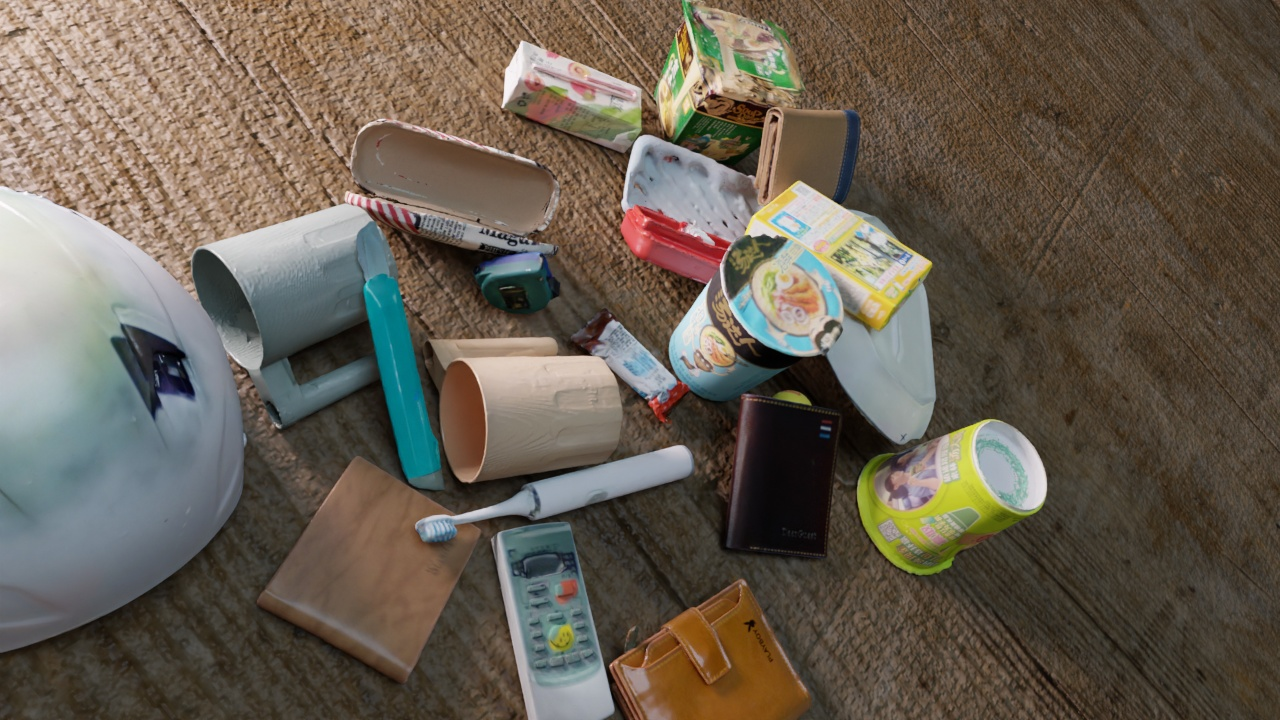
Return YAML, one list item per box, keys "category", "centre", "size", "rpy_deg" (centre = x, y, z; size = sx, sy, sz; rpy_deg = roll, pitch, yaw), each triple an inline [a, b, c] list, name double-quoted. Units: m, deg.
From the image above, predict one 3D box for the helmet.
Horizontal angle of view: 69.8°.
- category: "helmet"
  centre: [-0.330, 0.008, 0.467]
  size: [0.228, 0.146, 0.258]
  rpy_deg: [-33, 83, -39]

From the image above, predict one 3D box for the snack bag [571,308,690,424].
- category: "snack bag"
  centre: [-0.004, 0.004, 0.732]
  size: [0.105, 0.026, 0.045]
  rpy_deg: [44, 60, -1]

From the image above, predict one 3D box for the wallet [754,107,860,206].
- category: "wallet"
  centre: [0.154, -0.186, 0.845]
  size: [0.115, 0.090, 0.033]
  rpy_deg: [-12, 27, -41]

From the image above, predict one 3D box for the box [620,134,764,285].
- category: "box"
  centre: [0.078, -0.112, 0.825]
  size: [0.201, 0.070, 0.157]
  rpy_deg: [18, 48, -22]

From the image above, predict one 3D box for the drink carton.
- category: "drink carton"
  centre: [-0.058, -0.236, 0.823]
  size: [0.122, 0.046, 0.053]
  rpy_deg: [15, 56, -23]

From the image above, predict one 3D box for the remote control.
- category: "remote control"
  centre: [-0.059, 0.176, 0.609]
  size: [0.056, 0.019, 0.135]
  rpy_deg: [-2, 65, -31]

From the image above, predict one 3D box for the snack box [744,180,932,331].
- category: "snack box"
  centre: [0.166, -0.091, 0.774]
  size: [0.140, 0.034, 0.086]
  rpy_deg: [34, 45, 16]

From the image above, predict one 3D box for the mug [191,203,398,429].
- category: "mug"
  centre: [-0.217, -0.032, 0.606]
  size: [0.103, 0.084, 0.124]
  rpy_deg: [-31, 109, -39]

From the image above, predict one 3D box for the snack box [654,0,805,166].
- category: "snack box"
  centre: [0.073, -0.255, 0.872]
  size: [0.118, 0.106, 0.117]
  rpy_deg: [6, 59, -28]

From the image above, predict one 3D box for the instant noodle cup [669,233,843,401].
- category: "instant noodle cup"
  centre: [0.084, -0.024, 0.738]
  size: [0.111, 0.121, 0.111]
  rpy_deg: [14, 57, -22]

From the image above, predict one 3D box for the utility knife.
- category: "utility knife"
  centre: [-0.159, 0.001, 0.603]
  size: [0.029, 0.013, 0.185]
  rpy_deg: [-17, 103, -34]

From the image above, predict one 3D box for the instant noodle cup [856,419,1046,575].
- category: "instant noodle cup"
  centre: [0.263, 0.109, 0.764]
  size: [0.111, 0.124, 0.111]
  rpy_deg: [14, 58, -23]

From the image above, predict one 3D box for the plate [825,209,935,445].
- category: "plate"
  centre: [0.220, -0.044, 0.834]
  size: [0.162, 0.034, 0.264]
  rpy_deg: [43, 37, -23]

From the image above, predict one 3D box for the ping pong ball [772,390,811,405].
- category: "ping pong ball"
  centre: [0.125, 0.045, 0.774]
  size: [0.040, 0.040, 0.040]
  rpy_deg: [14, 58, -23]

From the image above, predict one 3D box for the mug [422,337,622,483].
- category: "mug"
  centre: [-0.085, 0.026, 0.649]
  size: [0.103, 0.084, 0.124]
  rpy_deg: [-3, 39, -33]

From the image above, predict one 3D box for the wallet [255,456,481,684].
- category: "wallet"
  centre: [-0.165, 0.128, 0.577]
  size: [0.101, 0.020, 0.115]
  rpy_deg: [33, 50, -12]

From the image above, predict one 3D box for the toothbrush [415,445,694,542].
- category: "toothbrush"
  centre: [-0.054, 0.093, 0.648]
  size: [0.220, 0.027, 0.026]
  rpy_deg: [-10, 39, -36]

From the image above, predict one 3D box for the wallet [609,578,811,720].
- category: "wallet"
  centre: [0.046, 0.222, 0.639]
  size: [0.130, 0.035, 0.119]
  rpy_deg: [-22, 82, -37]

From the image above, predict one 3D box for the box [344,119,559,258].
- category: "box"
  centre: [-0.136, -0.122, 0.694]
  size: [0.162, 0.076, 0.086]
  rpy_deg: [13, 27, -26]

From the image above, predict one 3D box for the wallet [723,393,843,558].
- category: "wallet"
  centre: [0.114, 0.093, 0.731]
  size: [0.096, 0.020, 0.122]
  rpy_deg: [12, 82, -23]

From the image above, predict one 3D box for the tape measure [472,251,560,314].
- category: "tape measure"
  centre: [-0.093, -0.057, 0.696]
  size: [0.058, 0.054, 0.025]
  rpy_deg: [-5, 55, 14]
